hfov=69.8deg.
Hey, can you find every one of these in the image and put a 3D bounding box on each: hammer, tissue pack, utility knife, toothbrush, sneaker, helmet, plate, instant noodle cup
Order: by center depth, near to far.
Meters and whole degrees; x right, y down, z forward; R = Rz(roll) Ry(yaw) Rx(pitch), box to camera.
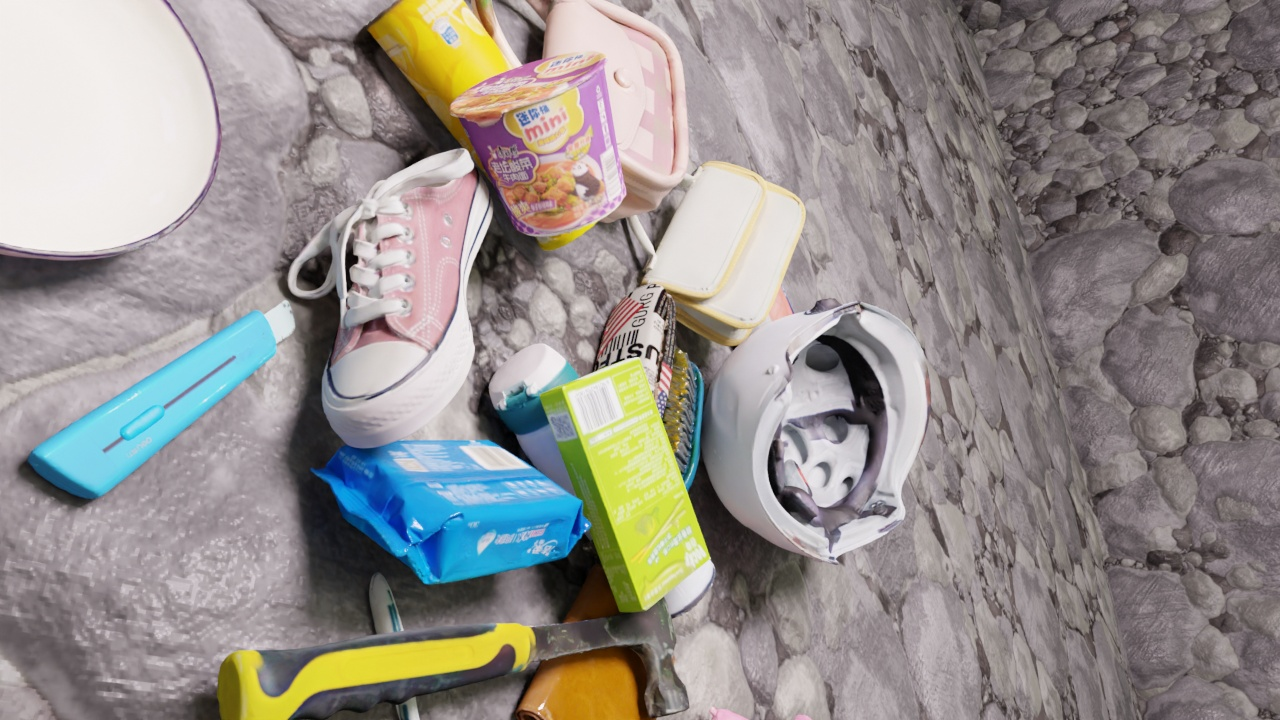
[{"bbox_3d":[-0.296,-0.132,0.427,0.192,0.039,0.192,31,49,-44],"label":"plate"},{"bbox_3d":[-0.229,0.012,0.467,0.034,0.018,0.165,58,33,-17],"label":"utility knife"},{"bbox_3d":[-0.124,0.213,0.516,0.018,0.016,0.191,-1,74,-66],"label":"toothbrush"},{"bbox_3d":[-0.108,0.087,0.538,0.157,0.095,0.052,7,108,-55],"label":"tissue pack"},{"bbox_3d":[-0.086,0.168,0.540,0.322,0.032,0.126,11,58,-50],"label":"hammer"},{"bbox_3d":[-0.146,-0.059,0.549,0.088,0.118,0.240,63,23,-43],"label":"sneaker"},{"bbox_3d":[-0.063,-0.147,0.633,0.111,0.112,0.099,-62,142,-49],"label":"instant noodle cup"},{"bbox_3d":[0.152,0.060,0.864,0.257,0.146,0.229,-36,115,-39],"label":"helmet"}]

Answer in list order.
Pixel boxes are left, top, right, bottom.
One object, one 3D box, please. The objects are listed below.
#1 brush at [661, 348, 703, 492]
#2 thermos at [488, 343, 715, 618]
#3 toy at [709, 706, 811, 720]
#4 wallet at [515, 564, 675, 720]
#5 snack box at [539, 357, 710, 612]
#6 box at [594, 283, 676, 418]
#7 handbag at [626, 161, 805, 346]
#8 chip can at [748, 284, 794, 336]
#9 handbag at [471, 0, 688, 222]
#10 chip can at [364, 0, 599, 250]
[{"bbox_3d":[0.027,0.061,0.784,0.073,0.055,0.143,54,34,-43],"label":"brush"},{"bbox_3d":[-0.028,0.088,0.677,0.224,0.073,0.073,57,35,-19],"label":"thermos"},{"bbox_3d":[0.109,0.350,0.734,0.178,0.075,0.194,60,29,4],"label":"toy"},{"bbox_3d":[-0.019,0.229,0.642,0.119,0.035,0.130,55,35,-18],"label":"wallet"},{"bbox_3d":[-0.008,0.082,0.627,0.085,0.026,0.156,-24,95,-50],"label":"snack box"},{"bbox_3d":[-0.009,0.001,0.756,0.064,0.074,0.164,20,48,-16],"label":"box"},{"bbox_3d":[0.057,-0.121,0.875,0.178,0.063,0.163,28,66,-4],"label":"handbag"},{"bbox_3d":[0.128,-0.044,0.971,0.071,0.071,0.215,-34,102,-56],"label":"chip can"},{"bbox_3d":[-0.059,-0.250,0.793,0.234,0.094,0.193,32,48,-42],"label":"handbag"},{"bbox_3d":[-0.110,-0.185,0.698,0.213,0.072,0.071,52,37,-26],"label":"chip can"}]
